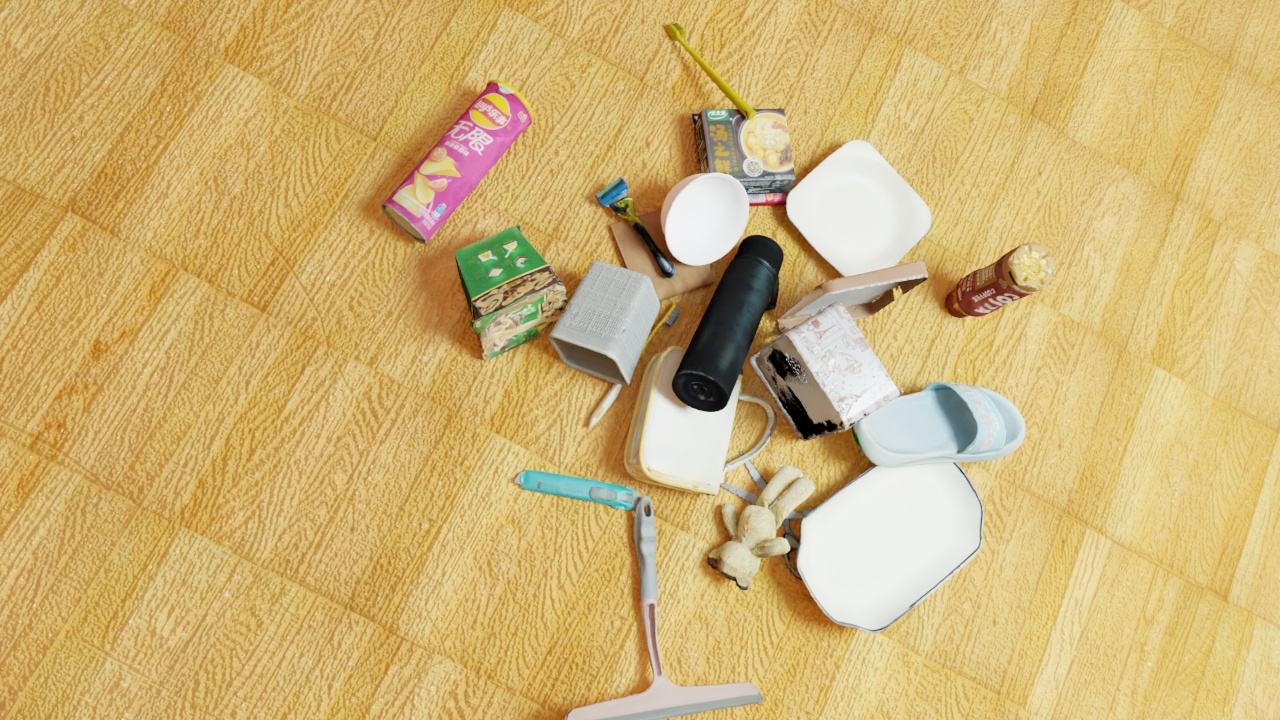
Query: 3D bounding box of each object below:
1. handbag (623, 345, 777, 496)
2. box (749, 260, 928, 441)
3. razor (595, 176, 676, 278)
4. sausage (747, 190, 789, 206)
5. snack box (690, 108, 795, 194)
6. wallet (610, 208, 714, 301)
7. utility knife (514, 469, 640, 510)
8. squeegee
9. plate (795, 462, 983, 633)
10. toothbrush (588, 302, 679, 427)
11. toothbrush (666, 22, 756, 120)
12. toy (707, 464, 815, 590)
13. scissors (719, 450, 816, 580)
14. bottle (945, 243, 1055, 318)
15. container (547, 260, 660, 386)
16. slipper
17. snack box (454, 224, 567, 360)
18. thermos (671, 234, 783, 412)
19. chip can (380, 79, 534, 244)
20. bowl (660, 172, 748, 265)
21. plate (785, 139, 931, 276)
[{"bbox_3d":[0.078,0.081,1.110,0.178,0.063,0.163,18,76,-19],"label":"handbag"},{"bbox_3d":[0.252,-0.022,1.094,0.192,0.183,0.156,-30,86,-11],"label":"box"},{"bbox_3d":[0.002,-0.160,1.142,0.043,0.022,0.142,-37,83,13],"label":"razor"},{"bbox_3d":[0.136,-0.209,1.191,0.155,0.020,0.020,-5,80,-11],"label":"sausage"},{"bbox_3d":[0.131,-0.276,1.181,0.113,0.053,0.125,-4,76,-11],"label":"snack box"},{"bbox_3d":[0.027,-0.134,1.158,0.101,0.020,0.115,-18,80,-12],"label":"wallet"},{"bbox_3d":[-0.071,0.153,1.087,0.157,0.013,0.029,11,76,-8],"label":"utility knife"},{"bbox_3d":[0.014,0.283,1.064,0.247,0.040,0.249,2,73,-26],"label":"squeegee"},{"bbox_3d":[0.301,0.214,1.116,0.265,0.034,0.162,-32,84,-21],"label":"plate"},{"bbox_3d":[-0.007,0.007,1.126,0.018,0.016,0.191,37,75,-10],"label":"toothbrush"},{"bbox_3d":[0.092,-0.377,1.188,0.016,0.016,0.190,-26,64,-22],"label":"toothbrush"},{"bbox_3d":[0.146,0.194,1.087,0.105,0.066,0.157,33,83,38],"label":"toy"},{"bbox_3d":[0.177,0.189,1.123,0.159,0.014,0.175,-5,79,-10],"label":"scissors"},{"bbox_3d":[0.439,-0.092,1.140,0.057,0.175,0.057,2,78,-10],"label":"bottle"},{"bbox_3d":[-0.038,-0.047,1.084,0.090,0.090,0.114,19,71,19],"label":"container"},{"bbox_3d":[0.371,0.073,1.126,0.245,0.074,0.104,-6,58,-24],"label":"slipper"},{"bbox_3d":[-0.161,-0.084,1.076,0.117,0.118,0.105,-27,72,-14],"label":"snack box"},{"bbox_3d":[0.117,-0.043,1.095,0.090,0.069,0.241,50,49,-27],"label":"thermos"},{"bbox_3d":[-0.219,-0.240,1.109,0.071,0.071,0.210,37,76,-1],"label":"chip can"},{"bbox_3d":[0.066,-0.183,1.126,0.118,0.118,0.065,-29,41,-14],"label":"bowl"},{"bbox_3d":[0.283,-0.190,1.205,0.163,0.034,0.164,-42,88,-14],"label":"plate"}]
